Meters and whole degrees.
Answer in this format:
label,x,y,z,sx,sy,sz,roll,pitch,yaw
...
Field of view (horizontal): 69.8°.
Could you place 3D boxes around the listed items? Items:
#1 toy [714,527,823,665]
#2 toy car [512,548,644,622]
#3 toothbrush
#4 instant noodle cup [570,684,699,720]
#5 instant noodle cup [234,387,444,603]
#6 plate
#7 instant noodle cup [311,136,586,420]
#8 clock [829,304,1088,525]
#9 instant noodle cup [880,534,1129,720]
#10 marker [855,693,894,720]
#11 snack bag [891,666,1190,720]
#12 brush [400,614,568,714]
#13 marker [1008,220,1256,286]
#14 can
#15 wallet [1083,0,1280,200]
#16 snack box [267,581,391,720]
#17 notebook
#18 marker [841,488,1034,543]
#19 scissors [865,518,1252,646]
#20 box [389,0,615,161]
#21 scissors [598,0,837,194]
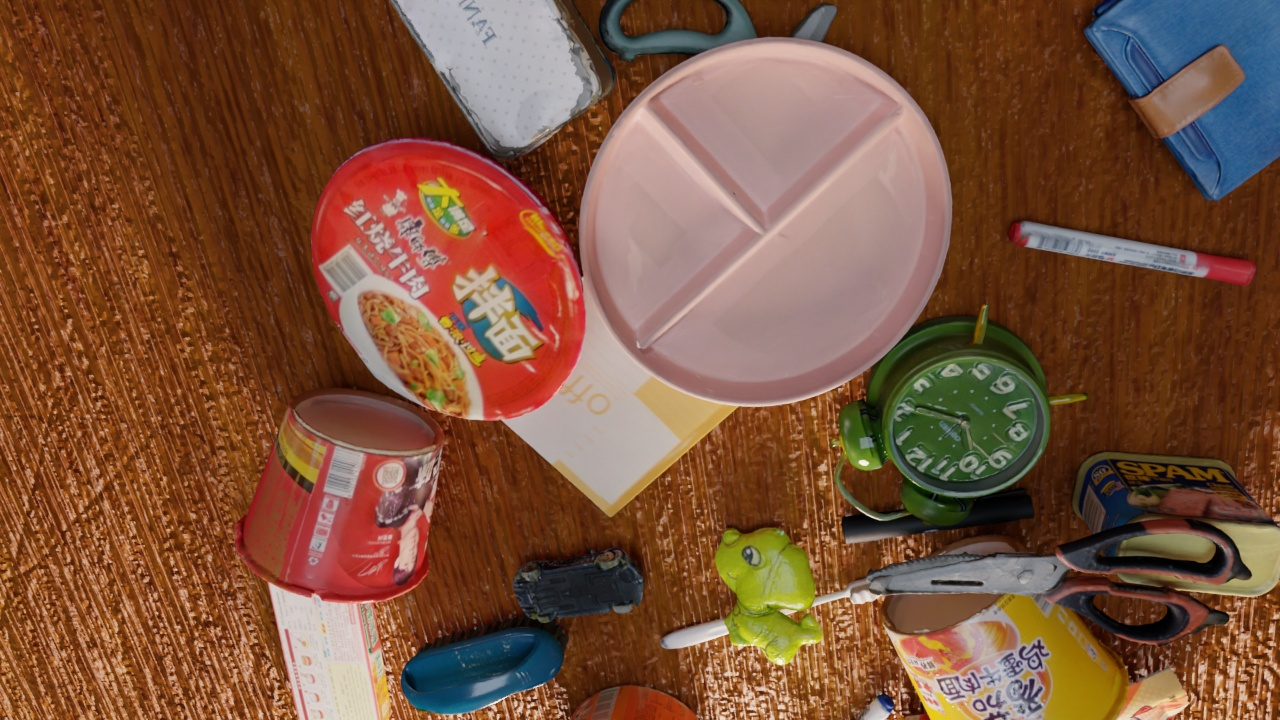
label,x,y,z,sx,sy,sz,roll,pitch,yaw
toy,0.097,0.172,0.685,0.097,0.031,0.100,23,103,12
toy car,-0.047,0.173,0.713,0.106,0.031,0.049,-10,111,14
toothbrush,0.098,0.199,0.710,0.180,0.016,0.016,-20,105,16
instant noodle cup,-0.009,0.344,0.733,0.151,0.111,0.151,3,112,7
instant noodle cup,-0.204,0.090,0.654,0.138,0.137,0.109,19,105,0
plate,0.076,-0.080,0.571,0.229,0.028,0.230,-1,111,-3
instant noodle cup,-0.115,-0.057,0.598,0.194,0.065,0.194,10,122,15
clock,0.200,0.045,0.611,0.116,0.056,0.161,40,112,-7
instant noodle cup,0.239,0.195,0.630,0.138,0.137,0.110,-32,96,19
marker,0.160,0.325,0.752,0.017,0.016,0.146,30,113,-4
snack bag,0.293,0.275,0.676,0.208,0.073,0.128,-25,143,21
brush,-0.129,0.249,0.734,0.144,0.073,0.055,-17,103,15
marker,0.304,-0.067,0.571,0.145,0.017,0.017,11,113,4
can,0.348,0.105,0.598,0.102,0.083,0.057,4,112,7
wallet,0.328,-0.172,0.515,0.106,0.040,0.133,-39,101,16
snack box,-0.262,0.245,0.778,0.077,0.027,0.156,1,112,8
notebook,-0.004,0.004,0.649,0.146,0.010,0.207,44,111,-9
marker,0.211,0.112,0.656,0.132,0.020,0.022,-10,93,12
scissors,0.249,0.144,0.561,0.209,0.015,0.182,-37,102,13
box,-0.096,-0.217,0.547,0.090,0.063,0.184,-26,104,17
scissors,0.043,-0.154,0.568,0.170,0.019,0.175,24,109,-6
